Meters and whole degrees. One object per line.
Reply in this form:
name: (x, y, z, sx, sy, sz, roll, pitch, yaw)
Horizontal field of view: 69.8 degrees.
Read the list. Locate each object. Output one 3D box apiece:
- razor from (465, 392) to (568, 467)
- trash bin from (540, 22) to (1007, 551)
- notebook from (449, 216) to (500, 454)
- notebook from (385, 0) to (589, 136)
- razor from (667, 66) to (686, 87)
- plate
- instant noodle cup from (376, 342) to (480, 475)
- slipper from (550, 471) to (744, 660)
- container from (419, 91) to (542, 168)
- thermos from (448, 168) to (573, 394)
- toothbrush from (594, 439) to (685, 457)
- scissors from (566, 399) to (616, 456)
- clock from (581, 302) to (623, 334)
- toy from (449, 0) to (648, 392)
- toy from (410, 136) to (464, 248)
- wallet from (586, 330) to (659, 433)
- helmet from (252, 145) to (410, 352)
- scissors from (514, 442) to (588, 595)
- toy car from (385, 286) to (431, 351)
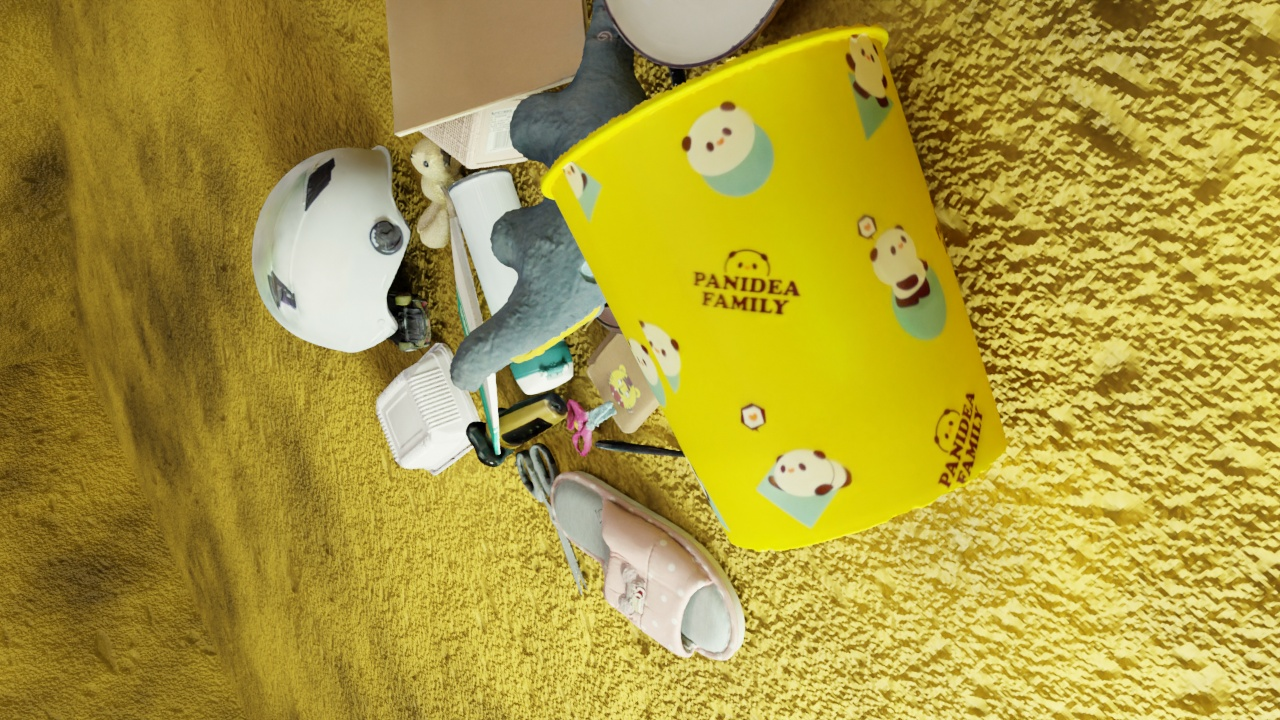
razor: (-0.131, 0.072, 0.991, 0.168, 0.062, 0.067, -27, 43, 50)
trash bin: (0.091, -0.036, 0.576, 0.230, 0.229, 0.255, -20, 93, 51)
notebook: (-0.173, -0.026, 0.963, 0.151, 0.012, 0.209, 98, 157, -52)
notebook: (-0.141, -0.298, 0.818, 0.212, 0.012, 0.149, -9, 82, 26)
razor: (0.028, -0.233, 0.725, 0.043, 0.022, 0.142, -12, 93, 21)
plate: (0.046, -0.307, 0.654, 0.193, 0.038, 0.192, 12, 108, 41)
instant noodle cup: (-0.278, 0.071, 1.166, 0.174, 0.060, 0.138, -35, 76, 51)
slipper: (-0.009, 0.196, 0.895, 0.274, 0.054, 0.114, 33, 126, 39)
container: (-0.160, -0.249, 0.893, 0.111, 0.090, 0.090, 42, 132, 28)
thermos: (-0.129, -0.077, 0.932, 0.073, 0.073, 0.224, -22, 86, 51)
toothbrush: (0.016, 0.087, 0.859, 0.181, 0.015, 0.018, 3, 114, 48)
scissors: (-0.047, 0.062, 0.901, 0.136, 0.017, 0.064, -25, 78, 65)
clock: (-0.014, -0.081, 0.784, 0.082, 0.055, 0.121, -3, 70, 27)
toy: (-0.043, -0.132, 0.723, 0.138, 0.091, 0.356, 17, 88, 18)
toy: (-0.221, -0.187, 1.003, 0.158, 0.066, 0.105, 115, 148, -53)
wallet: (-0.005, 0.005, 0.843, 0.090, 0.033, 0.116, 59, 142, 15)
helmet: (-0.391, -0.141, 1.119, 0.229, 0.145, 0.259, 20, 105, 53)
scissors: (-0.091, 0.172, 1.015, 0.173, 0.014, 0.143, 44, 133, 32)
toy car: (-0.308, -0.057, 1.167, 0.158, 0.042, 0.070, 19, 113, 50)
